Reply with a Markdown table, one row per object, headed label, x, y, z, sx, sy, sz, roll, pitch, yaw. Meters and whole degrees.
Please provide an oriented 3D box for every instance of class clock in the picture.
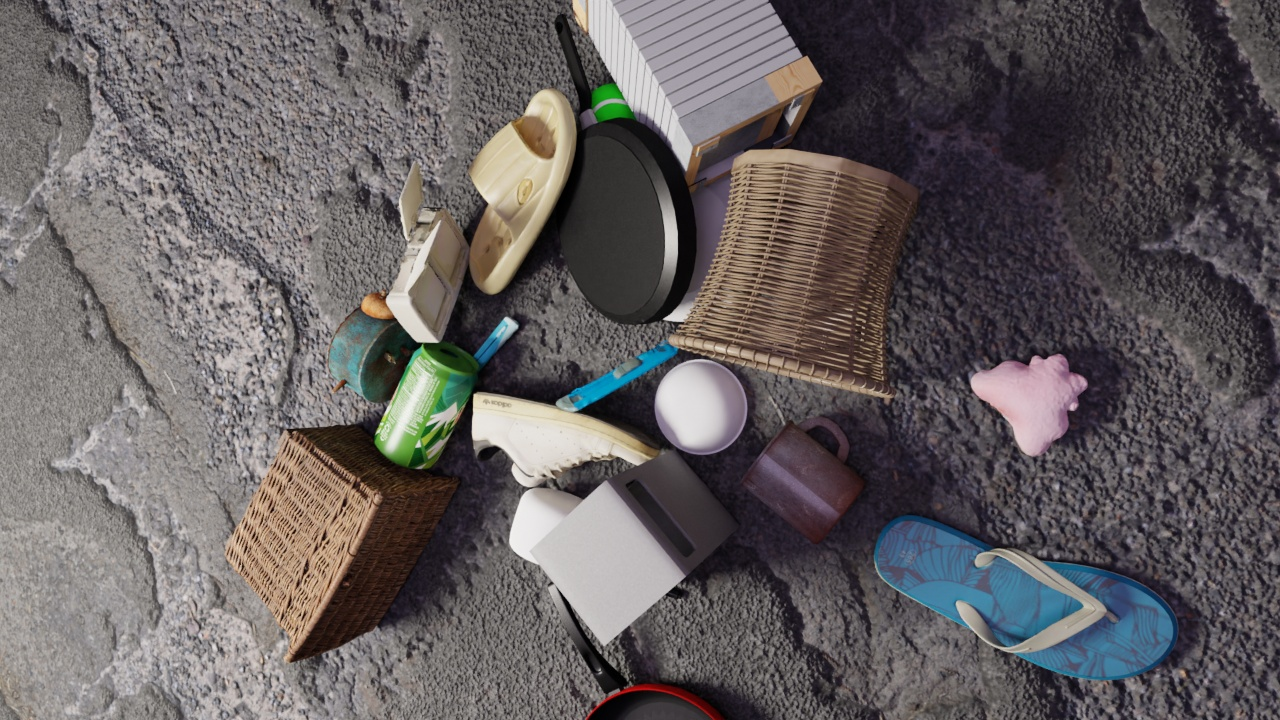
| label | x | y | z | sx | sy | sz | roll | pitch | yaw |
| --- | --- | --- | --- | --- | --- | --- | --- | --- | --- |
| clock | -0.308 | -0.025 | 1.125 | 0.073 | 0.121 | 0.157 | 28 | 95 | 20 |

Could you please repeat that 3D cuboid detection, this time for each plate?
| label | x | y | z | sx | sy | sz | roll | pitch | yaw |
| --- | --- | --- | --- | --- | --- | --- | --- | --- | --- |
| plate | 0.045 | -0.139 | 1.051 | 0.189 | 0.016 | 0.188 | 1 | 93 | 19 |

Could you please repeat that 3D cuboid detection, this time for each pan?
| label | x | y | z | sx | sy | sz | roll | pitch | yaw |
| --- | --- | --- | --- | --- | --- | --- | --- | --- | --- |
| pan | -0.044 | -0.210 | 1.004 | 0.226 | 0.034 | 0.356 | -21 | 87 | 55 |
| pan | -0.011 | 0.413 | 1.067 | 0.209 | 0.067 | 0.356 | -31 | 82 | 18 |

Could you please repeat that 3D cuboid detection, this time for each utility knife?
| label | x | y | z | sx | sy | sz | roll | pitch | yaw |
| --- | --- | --- | --- | --- | --- | --- | --- | --- | --- |
| utility knife | -0.191 | -0.008 | 1.139 | 0.022 | 0.015 | 0.118 | 48 | 108 | 18 |
| utility knife | -0.006 | 0.006 | 1.034 | 0.195 | 0.015 | 0.031 | -30 | 51 | -10 |

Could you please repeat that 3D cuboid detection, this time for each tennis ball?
| label | x | y | z | sx | sy | sz | roll | pitch | yaw |
| --- | --- | --- | --- | --- | --- | --- | --- | --- | --- |
| tennis ball | -0.032 | -0.282 | 1.046 | 0.065 | 0.065 | 0.065 | 1 | 92 | 19 |

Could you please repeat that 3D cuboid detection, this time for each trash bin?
| label | x | y | z | sx | sy | sz | roll | pitch | yaw |
| --- | --- | --- | --- | --- | --- | --- | --- | --- | --- |
| trash bin | 0.003 | 0.187 | 0.967 | 0.115 | 0.228 | 0.114 | -44 | 79 | 15 |
| trash bin | 0.049 | -0.326 | 0.950 | 0.142 | 0.142 | 0.247 | -28 | 83 | -7 |

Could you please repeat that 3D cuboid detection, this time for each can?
| label | x | y | z | sx | sy | sz | roll | pitch | yaw |
| --- | --- | --- | --- | --- | --- | --- | --- | --- | --- |
| can | -0.261 | 0.054 | 1.123 | 0.083 | 0.083 | 0.144 | 34 | 108 | 15 |

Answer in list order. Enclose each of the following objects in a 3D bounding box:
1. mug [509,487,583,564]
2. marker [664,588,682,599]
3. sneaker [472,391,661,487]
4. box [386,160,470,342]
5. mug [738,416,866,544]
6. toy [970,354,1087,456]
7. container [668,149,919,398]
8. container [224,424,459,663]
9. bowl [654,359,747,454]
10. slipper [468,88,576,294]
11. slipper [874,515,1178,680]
| label | x | y | z | sx | sy | sz | roll | pitch | yaw |
| --- | --- | --- | --- | --- | --- | --- | --- | --- | --- |
| mug | -0.091 | 0.197 | 1.078 | 0.115 | 0.094 | 0.068 | 15 | 97 | -20 |
| marker | -0.021 | 0.256 | 1.093 | 0.152 | 0.011 | 0.011 | 16 | 97 | 18 |
| sneaker | -0.098 | 0.104 | 1.071 | 0.242 | 0.089 | 0.102 | 12 | 87 | 23 |
| box | -0.242 | -0.118 | 1.050 | 0.066 | 0.186 | 0.145 | 13 | 64 | -1 |
| mug | 0.184 | 0.119 | 0.985 | 0.110 | 0.096 | 0.122 | 41 | 73 | 8 |
| toy | 0.394 | 0.034 | 0.920 | 0.093 | 0.050 | 0.102 | -43 | 75 | 19 |
| container | 0.161 | -0.084 | 0.914 | 0.227 | 0.226 | 0.196 | 14 | 90 | 18 |
| container | -0.385 | 0.208 | 1.143 | 0.183 | 0.162 | 0.250 | 35 | 102 | 18 |
| bowl | 0.063 | 0.054 | 1.040 | 0.110 | 0.040 | 0.110 | 1 | 92 | 19 |
| slipper | -0.155 | -0.186 | 1.044 | 0.111 | 0.079 | 0.262 | 56 | 131 | 34 |
| slipper | 0.382 | 0.245 | 0.930 | 0.295 | 0.060 | 0.118 | 19 | 102 | 17 |
